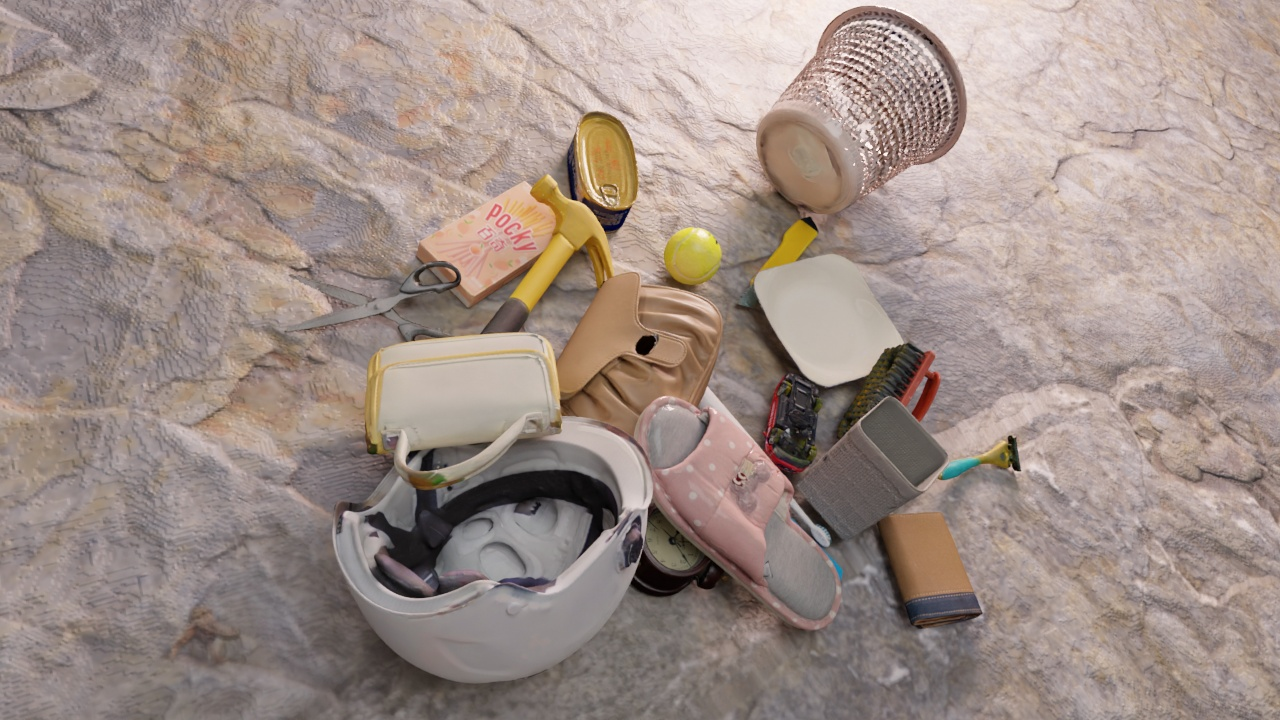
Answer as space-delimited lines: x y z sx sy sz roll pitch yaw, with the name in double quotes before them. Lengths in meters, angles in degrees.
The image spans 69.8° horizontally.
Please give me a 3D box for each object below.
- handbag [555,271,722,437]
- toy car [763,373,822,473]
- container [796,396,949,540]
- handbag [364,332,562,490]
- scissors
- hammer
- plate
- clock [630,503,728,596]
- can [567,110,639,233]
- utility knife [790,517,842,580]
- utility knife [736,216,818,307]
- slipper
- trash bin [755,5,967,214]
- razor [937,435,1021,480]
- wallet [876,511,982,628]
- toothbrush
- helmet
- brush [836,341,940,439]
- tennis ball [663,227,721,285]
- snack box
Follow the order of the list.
"handbag" -0.005 0.005 0.912 0.148 0.100 0.204 24 58 6
"toy car" 0.160 0.069 0.973 0.053 0.045 0.120 27 44 -9
"container" 0.231 0.113 0.928 0.090 0.115 0.090 49 41 12
"handbag" -0.146 0.040 0.767 0.163 0.063 0.178 -6 30 -9
"scissors" -0.251 -0.050 0.898 0.178 0.014 0.159 -40 90 -19
"hammer" -0.124 -0.052 0.933 0.129 0.033 0.299 43 57 -19
"plate" 0.216 -0.044 1.076 0.164 0.034 0.163 -16 67 -29
"clock" 0.036 0.174 0.858 0.121 0.055 0.082 7 58 -20
"can" -0.046 -0.221 1.073 0.074 0.049 0.148 2 59 -20
"utility knife" 0.142 0.168 0.927 0.162 0.018 0.034 46 56 11
"utility knife" 0.167 -0.119 1.115 0.033 0.015 0.191 37 54 7
"slipper" 0.099 0.140 0.840 0.274 0.055 0.113 49 51 -12
"trash bin" 0.260 -0.296 1.155 0.227 0.228 0.191 44 67 8
"razor" 0.381 0.118 1.045 0.132 0.028 0.043 -11 96 -29
"wallet" 0.297 0.215 0.952 0.090 0.033 0.115 0 59 -24
"toothbrush" 0.121 0.105 0.952 0.221 0.027 0.026 49 32 12
"helmet" -0.104 0.161 0.741 0.229 0.146 0.257 13 28 28
"brush" 0.275 0.054 1.010 0.069 0.063 0.145 38 72 -9
"tennis ball" 0.059 -0.118 1.041 0.065 0.066 0.065 10 57 -16
"snack box" -0.154 -0.127 0.987 0.084 0.026 0.156 45 55 8
